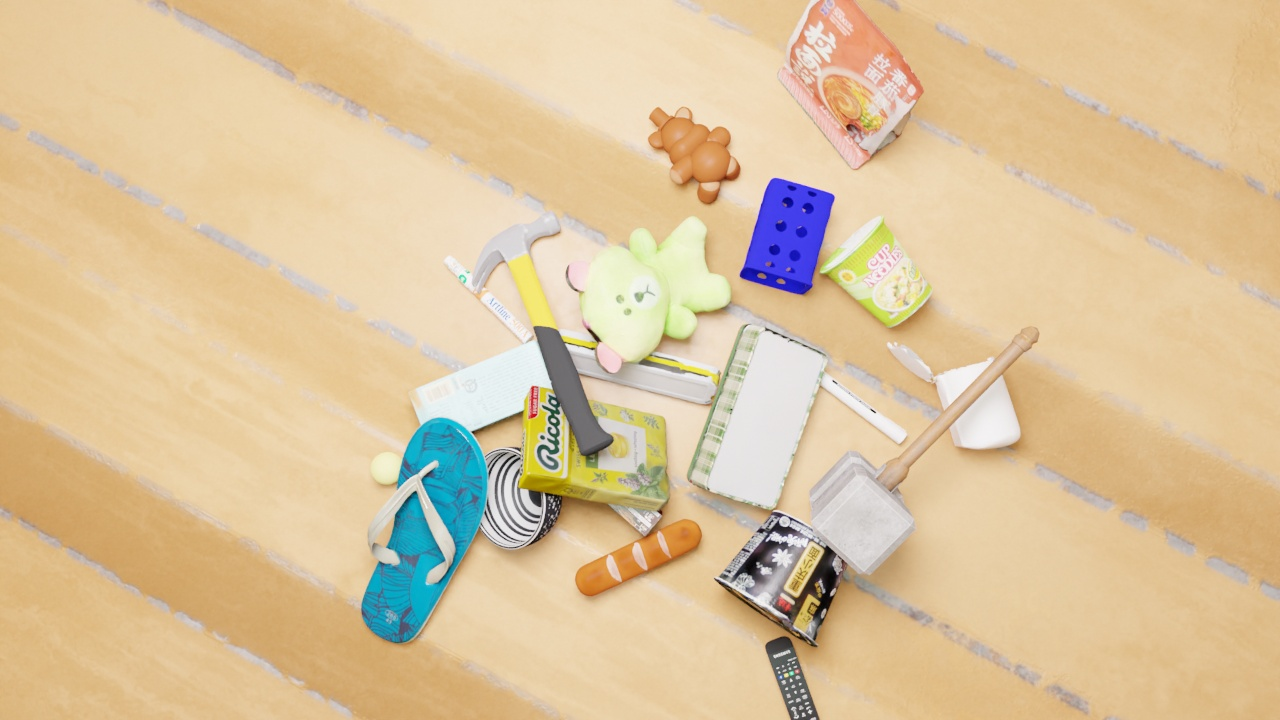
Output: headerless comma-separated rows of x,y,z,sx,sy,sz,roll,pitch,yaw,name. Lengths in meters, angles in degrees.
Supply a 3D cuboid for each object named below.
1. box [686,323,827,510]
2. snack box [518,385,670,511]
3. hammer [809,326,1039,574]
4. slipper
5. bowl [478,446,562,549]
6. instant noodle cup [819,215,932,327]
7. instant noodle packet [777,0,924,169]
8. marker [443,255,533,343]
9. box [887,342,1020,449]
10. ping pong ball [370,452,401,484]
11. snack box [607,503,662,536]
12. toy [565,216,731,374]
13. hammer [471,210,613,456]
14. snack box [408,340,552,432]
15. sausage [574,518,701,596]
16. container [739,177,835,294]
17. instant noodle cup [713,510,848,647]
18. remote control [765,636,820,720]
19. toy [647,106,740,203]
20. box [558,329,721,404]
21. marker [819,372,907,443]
0.139,0.067,1.092,0.117,0.051,0.205,19,88,-27,box
-0.049,0.104,1.070,0.180,0.045,0.121,14,52,-19,snack box
0.324,0.082,1.021,0.083,0.162,0.318,42,100,4,hammer
-0.262,0.212,1.089,0.118,0.060,0.295,23,101,4,slipper
-0.139,0.162,1.104,0.120,0.066,0.120,1,92,35,bowl
0.288,-0.102,1.101,0.099,0.099,0.108,-44,94,-1,instant noodle cup
0.249,-0.333,1.048,0.084,0.221,0.164,-37,86,-2,instant noodle packet
-0.191,-0.077,1.151,0.145,0.017,0.017,44,89,3,marker
0.372,0.036,1.095,0.126,0.084,0.155,-14,85,8,box
-0.312,0.133,1.131,0.040,0.040,0.040,0,87,2,ping pong ball
-0.037,0.152,1.115,0.141,0.051,0.032,41,88,4,snack box
0.004,-0.080,1.085,0.196,0.107,0.150,-23,88,-19,toy
-0.109,-0.031,1.079,0.127,0.029,0.323,-24,62,0,hammer
-0.189,0.041,1.126,0.175,0.053,0.075,-23,87,2,snack box
-0.002,0.238,1.112,0.164,0.044,0.039,-25,81,0,sausage
0.177,-0.149,1.109,0.085,0.084,0.113,16,86,1,container
0.171,0.246,1.068,0.137,0.137,0.112,33,79,3,instant noodle cup
0.190,0.408,1.110,0.033,0.015,0.147,-20,86,1,remote control
0.061,-0.262,1.138,0.095,0.065,0.127,-44,78,-9,toy
-0.006,0.005,1.115,0.210,0.064,0.037,14,65,3,box
0.270,0.055,1.127,0.133,0.017,0.020,37,52,4,marker
